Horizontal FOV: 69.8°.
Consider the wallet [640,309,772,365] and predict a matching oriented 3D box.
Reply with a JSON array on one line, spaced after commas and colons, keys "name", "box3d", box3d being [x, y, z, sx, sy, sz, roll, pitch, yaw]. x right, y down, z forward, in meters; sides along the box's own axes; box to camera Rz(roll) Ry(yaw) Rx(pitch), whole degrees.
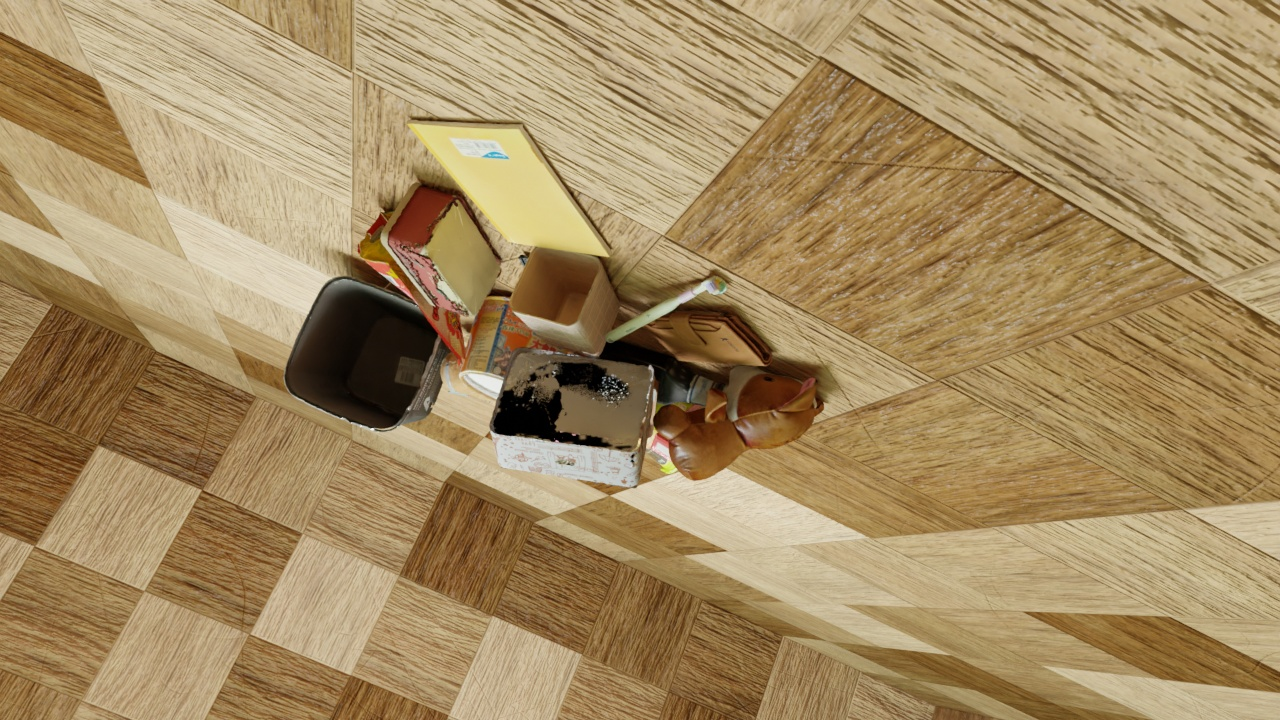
[{"name": "wallet", "box3d": [0.075, -0.027, 1.077, 0.132, 0.031, 0.108, 4, 155, 40]}]

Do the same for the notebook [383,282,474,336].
[{"name": "notebook", "box3d": [-0.297, -0.087, 1.364, 0.149, 0.012, 0.212, 29, 160, -21]}]

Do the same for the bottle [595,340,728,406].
[{"name": "bottle", "box3d": [0.036, 0.027, 1.230, 0.195, 0.043, 0.080, 17, 142, 14]}]

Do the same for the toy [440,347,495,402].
[{"name": "toy", "box3d": [-0.201, 0.035, 1.429, 0.225, 0.082, 0.144, 19, 175, -33]}]

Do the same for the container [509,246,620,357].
[{"name": "container", "box3d": [-0.083, -0.064, 1.070, 0.090, 0.090, 0.111, 15, 162, 20]}]

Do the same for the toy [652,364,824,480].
[{"name": "toy", "box3d": [0.124, 0.067, 1.117, 0.200, 0.130, 0.140, -15, 168, 13]}]

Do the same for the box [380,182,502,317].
[{"name": "box", "box3d": [-0.222, -0.120, 1.070, 0.077, 0.091, 0.168, 20, 161, 19]}]

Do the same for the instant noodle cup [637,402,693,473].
[{"name": "instant noodle cup", "box3d": [0.020, 0.086, 1.335, 0.123, 0.111, 0.112, 34, 159, -8]}]

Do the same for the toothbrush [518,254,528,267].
[{"name": "toothbrush", "box3d": [-0.091, -0.078, 1.152, 0.017, 0.014, 0.189, -6, 148, 34]}]

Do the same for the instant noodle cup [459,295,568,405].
[{"name": "instant noodle cup", "box3d": [-0.176, -0.006, 1.274, 0.151, 0.111, 0.151, 16, 160, 6]}]

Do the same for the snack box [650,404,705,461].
[{"name": "snack box", "box3d": [0.082, 0.100, 1.238, 0.075, 0.152, 0.026, 31, 120, 18]}]

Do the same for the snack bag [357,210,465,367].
[{"name": "snack bag", "box3d": [-0.281, -0.093, 1.184, 0.073, 0.128, 0.208, -25, 142, 2]}]

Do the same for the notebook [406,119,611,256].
[{"name": "notebook", "box3d": [-0.131, -0.175, 0.947, 0.146, 0.010, 0.206, 12, 158, 31]}]

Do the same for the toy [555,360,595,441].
[{"name": "toy", "box3d": [-0.098, 0.066, 1.365, 0.074, 0.179, 0.194, 41, -158, 17]}]

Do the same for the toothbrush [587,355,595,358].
[{"name": "toothbrush", "box3d": [-0.008, 0.007, 1.281, 0.181, 0.015, 0.018, 17, 169, 14]}]

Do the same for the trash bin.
[{"name": "trash bin", "box3d": [-0.399, 0.002, 1.428, 0.198, 0.199, 0.220, 22, 174, 4]}]

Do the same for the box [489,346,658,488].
[{"name": "box", "box3d": [-0.077, 0.087, 1.120, 0.181, 0.157, 0.206, 8, 147, 2]}]

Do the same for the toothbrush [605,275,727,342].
[{"name": "toothbrush", "box3d": [0.021, -0.053, 1.016, 0.029, 0.020, 0.190, 23, 149, -34]}]
